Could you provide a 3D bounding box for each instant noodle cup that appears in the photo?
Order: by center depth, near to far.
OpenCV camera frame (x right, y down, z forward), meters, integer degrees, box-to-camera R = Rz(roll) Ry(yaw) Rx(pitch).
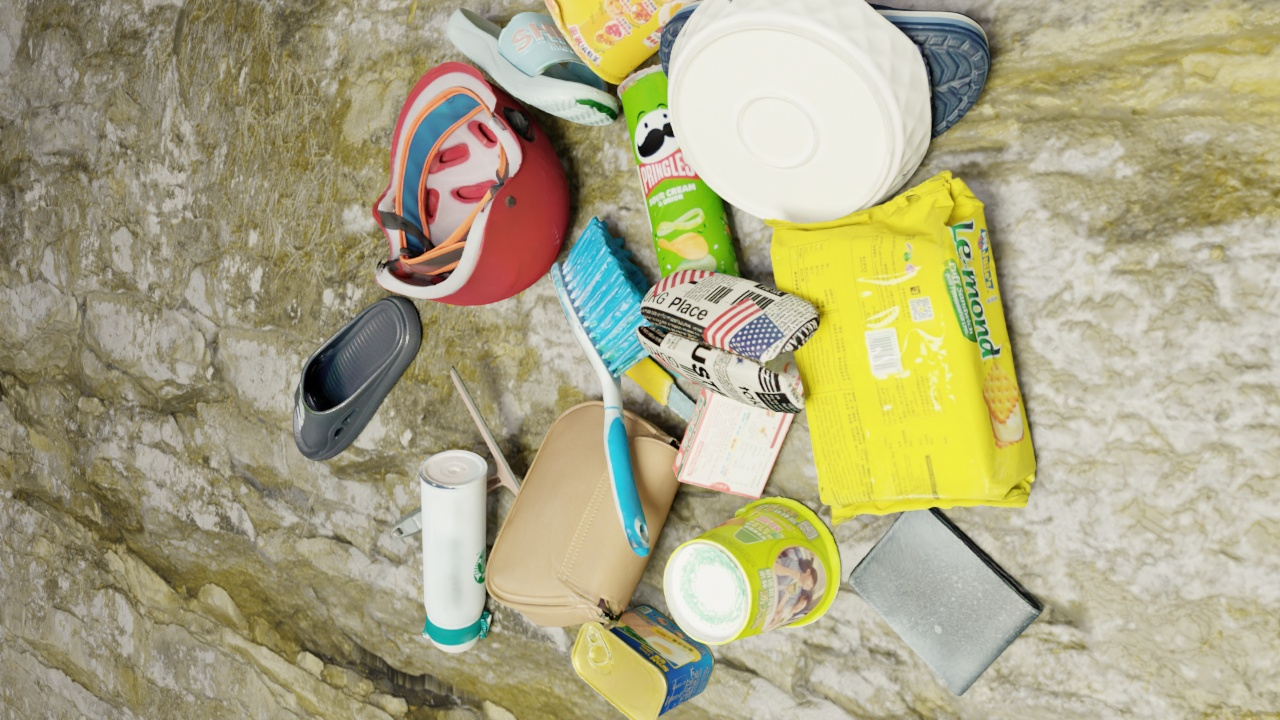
[{"bbox_3d":[0.084,0.173,0.739,0.112,0.123,0.111,1,91,37],"label":"instant noodle cup"},{"bbox_3d":[-0.008,-0.329,0.798,0.110,0.137,0.138,-24,77,27],"label":"instant noodle cup"}]

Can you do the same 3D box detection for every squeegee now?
[{"bbox_3d":[-0.199,0.153,1.006,0.250,0.040,0.247,-29,91,39],"label":"squeegee"}]

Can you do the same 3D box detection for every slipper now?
[{"bbox_3d":[0.140,-0.235,0.712,0.253,0.095,0.105,13,144,21],"label":"slipper"},{"bbox_3d":[-0.100,-0.296,0.886,0.245,0.103,0.074,42,113,35],"label":"slipper"},{"bbox_3d":[-0.367,0.020,1.103,0.269,0.083,0.110,-43,65,28],"label":"slipper"}]

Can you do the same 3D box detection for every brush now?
[{"bbox_3d":[-0.016,0.011,0.798,0.110,0.060,0.314,-38,52,16],"label":"brush"}]

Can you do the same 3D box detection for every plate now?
[{"bbox_3d":[0.109,-0.181,0.684,0.205,0.045,0.205,22,145,16],"label":"plate"}]

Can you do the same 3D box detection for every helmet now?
[{"bbox_3d":[-0.155,-0.160,0.905,0.208,0.143,0.239,-27,60,36],"label":"helmet"}]

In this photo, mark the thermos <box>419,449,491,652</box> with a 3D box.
[{"bbox_3d":[-0.191,0.205,0.956,0.073,0.073,0.225,25,123,34],"label":"thermos"}]

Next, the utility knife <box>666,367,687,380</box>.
[{"bbox_3d":[-0.004,-0.041,0.869,0.182,0.013,0.029,45,113,26],"label":"utility knife"}]

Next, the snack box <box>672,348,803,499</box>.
[{"bbox_3d":[0.089,0.036,0.763,0.027,0.077,0.156,-119,46,-68],"label":"snack box"}]

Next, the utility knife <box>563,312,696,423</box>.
[{"bbox_3d":[-0.005,0.005,0.869,0.202,0.015,0.033,42,114,29],"label":"utility knife"}]

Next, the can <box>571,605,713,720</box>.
[{"bbox_3d":[0.004,0.271,0.827,0.102,0.083,0.057,29,107,33],"label":"can"}]

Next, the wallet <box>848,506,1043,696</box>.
[{"bbox_3d":[0.226,0.178,0.699,0.121,0.019,0.097,46,117,29],"label":"wallet"}]

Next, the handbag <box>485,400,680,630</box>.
[{"bbox_3d":[-0.043,0.142,0.825,0.148,0.100,0.204,8,64,41],"label":"handbag"}]

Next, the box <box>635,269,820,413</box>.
[{"bbox_3d":[0.067,-0.021,0.699,0.162,0.075,0.086,24,81,48],"label":"box"}]

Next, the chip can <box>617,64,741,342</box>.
[{"bbox_3d":[0.039,-0.133,0.799,0.072,0.072,0.236,-17,81,36],"label":"chip can"}]

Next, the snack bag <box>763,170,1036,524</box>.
[{"bbox_3d":[0.184,0.000,0.669,0.158,0.068,0.246,-10,97,38],"label":"snack bag"}]
